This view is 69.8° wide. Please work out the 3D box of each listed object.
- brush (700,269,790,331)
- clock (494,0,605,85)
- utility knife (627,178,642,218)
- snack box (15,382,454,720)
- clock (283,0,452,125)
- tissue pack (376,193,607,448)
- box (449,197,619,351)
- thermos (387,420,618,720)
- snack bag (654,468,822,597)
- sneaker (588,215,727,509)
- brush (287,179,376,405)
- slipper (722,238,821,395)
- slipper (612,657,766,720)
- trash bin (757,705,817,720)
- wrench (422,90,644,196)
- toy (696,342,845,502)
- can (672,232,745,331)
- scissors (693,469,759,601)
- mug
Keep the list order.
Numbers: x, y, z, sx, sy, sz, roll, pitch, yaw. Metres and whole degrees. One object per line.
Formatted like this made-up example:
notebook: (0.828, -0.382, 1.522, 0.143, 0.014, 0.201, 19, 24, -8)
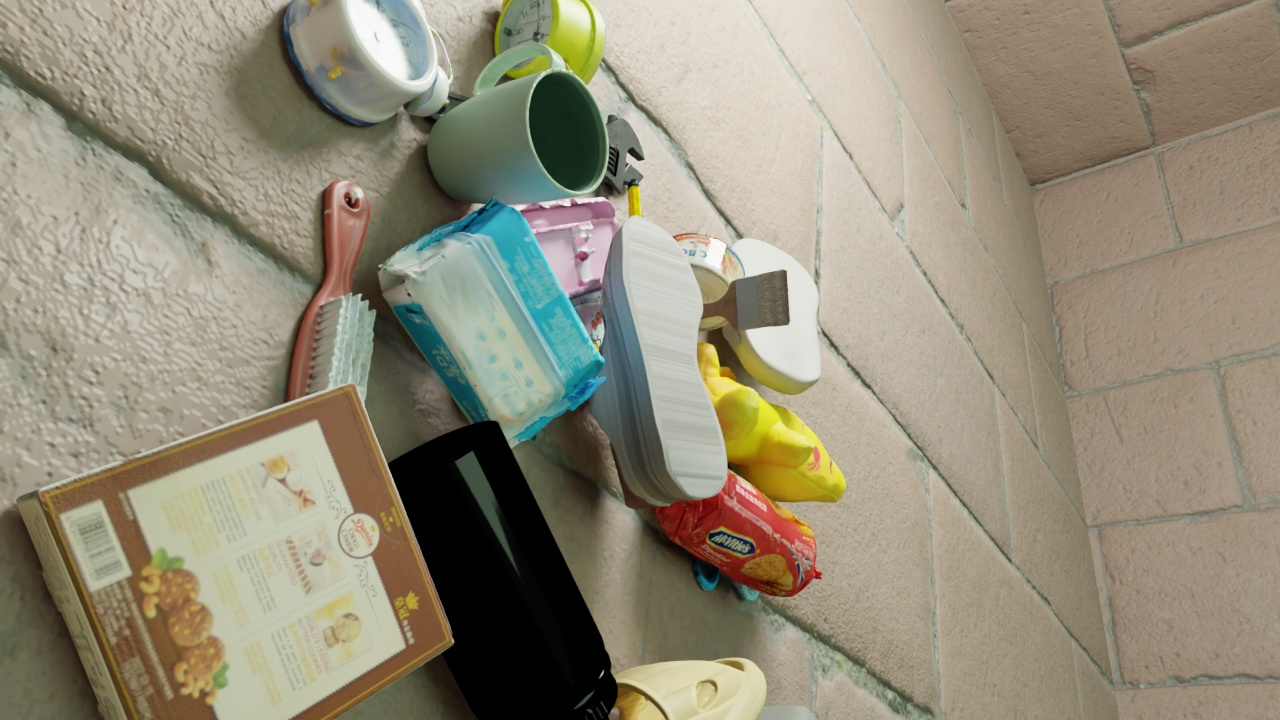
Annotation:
brush: (0.059, -0.044, 0.775, 0.008, 0.143, 0.045, 8, 77, -54)
clock: (-0.074, -0.266, 0.731, 0.057, 0.083, 0.119, 9, 71, -48)
utility knife: (-0.001, -0.082, 0.804, 0.030, 0.017, 0.159, 100, -12, -83)
snack box: (-0.175, 0.100, 0.418, 0.146, 0.041, 0.143, -24, 96, -45)
clock: (-0.166, -0.201, 0.589, 0.125, 0.052, 0.089, -25, 96, -61)
tissue pack: (-0.091, -0.019, 0.572, 0.092, 0.062, 0.144, -39, 109, -29)
box: (-0.062, -0.044, 0.694, 0.200, 0.037, 0.153, -24, 105, -58)
thermos: (-0.079, 0.143, 0.532, 0.085, 0.086, 0.198, -42, 111, -55)
snack bag: (0.079, 0.142, 0.775, 0.176, 0.083, 0.082, 37, 47, -34)
sneaker: (-0.004, 0.004, 0.697, 0.099, 0.090, 0.235, 18, 54, -42)
brush: (-0.169, -0.034, 0.526, 0.041, 0.030, 0.172, 29, 52, -49)
slipper: (0.122, -0.032, 0.928, 0.113, 0.081, 0.265, 23, 30, -11)
slipper: (-0.001, 0.244, 0.584, 0.079, 0.112, 0.260, 63, 31, -2)
trash bin: (0.114, 0.378, 0.694, 0.229, 0.115, 0.114, 55, 36, -27)
wrench: (-0.076, -0.183, 0.748, 0.272, 0.018, 0.073, -2, 86, -56)
toy: (0.102, 0.073, 0.831, 0.193, 0.087, 0.134, 35, 7, -46)
can: (0.049, -0.069, 0.826, 0.086, 0.086, 0.043, 50, 41, -32)
scissors: (0.071, 0.153, 0.831, 0.117, 0.013, 0.140, 2, 74, -53)
mug: (-0.086, -0.161, 0.627, 0.084, 0.104, 0.111, 17, 75, -53)
